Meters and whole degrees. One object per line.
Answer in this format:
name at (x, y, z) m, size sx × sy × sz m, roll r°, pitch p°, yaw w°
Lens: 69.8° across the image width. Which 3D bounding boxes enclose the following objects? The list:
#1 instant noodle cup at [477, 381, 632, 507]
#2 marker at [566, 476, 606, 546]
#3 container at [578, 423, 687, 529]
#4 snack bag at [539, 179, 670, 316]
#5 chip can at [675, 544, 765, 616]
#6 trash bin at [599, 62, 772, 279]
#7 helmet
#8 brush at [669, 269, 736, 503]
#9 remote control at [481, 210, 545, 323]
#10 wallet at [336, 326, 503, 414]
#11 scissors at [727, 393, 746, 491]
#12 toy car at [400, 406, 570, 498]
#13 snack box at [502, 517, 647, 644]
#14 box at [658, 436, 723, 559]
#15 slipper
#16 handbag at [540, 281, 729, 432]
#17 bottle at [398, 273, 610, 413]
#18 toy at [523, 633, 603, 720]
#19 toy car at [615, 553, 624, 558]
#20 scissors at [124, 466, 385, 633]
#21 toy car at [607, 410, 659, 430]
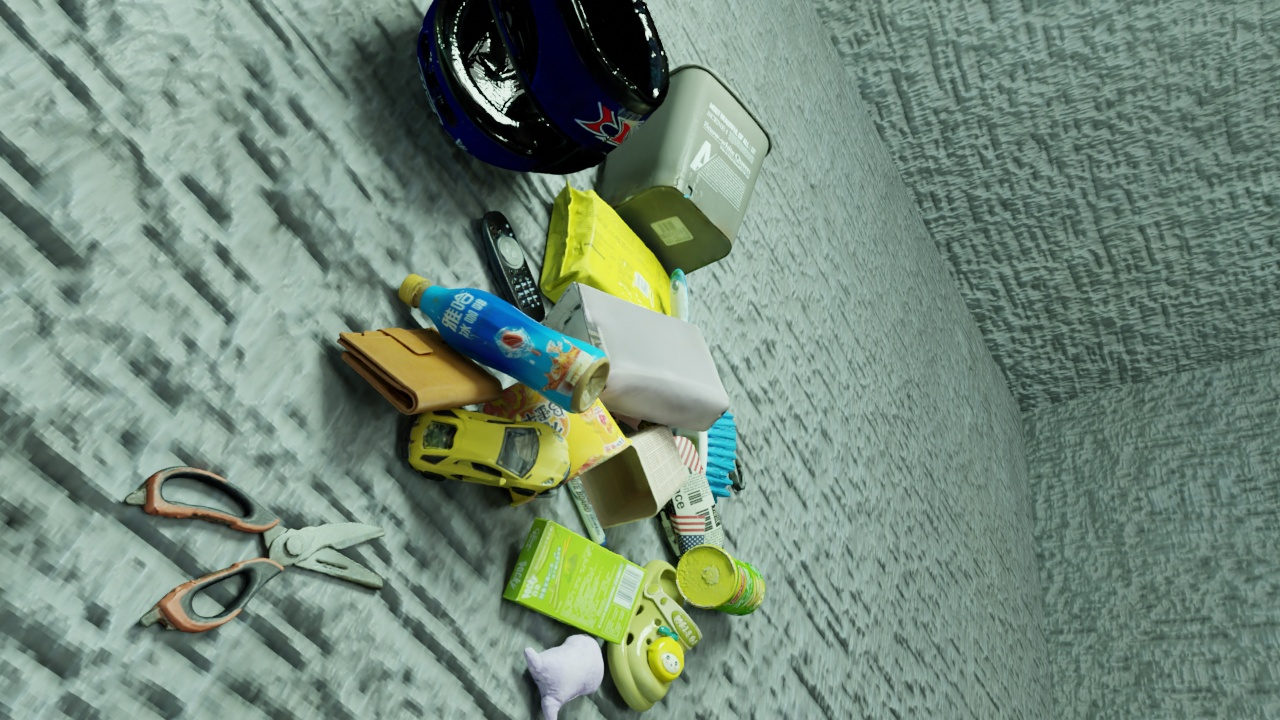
instant noodle cup at (-0.093, 0.069, 0.932) m, size 0.137 × 0.138 × 0.110 m, roll -25°, pitch 87°, yaw -59°
marker at (-0.072, 0.143, 1.030) m, size 0.016 × 0.017 × 0.146 m, roll -34°, pitch 103°, yaw -58°
container at (-0.007, 0.130, 1.074) m, size 0.110 × 0.090 × 0.090 m, roll -26°, pitch 96°, yaw -62°
snack bag at (-0.030, -0.100, 1.183) m, size 0.246 × 0.068 × 0.157 m, roll 42°, pitch 42°, yaw -41°
chip can at (0.103, 0.273, 1.126) m, size 0.221 × 0.073 × 0.072 m, roll 45°, pitch 35°, yaw -66°
trash bin at (0.053, -0.252, 1.280) m, size 0.199 × 0.199 × 0.219 m, roll 39°, pitch 48°, yaw -31°
helmet at (-0.118, -0.320, 0.981) m, size 0.247 × 0.241 × 0.314 m, roll 69°, pitch 20°, yaw -6°
brush at (0.076, 0.039, 1.223) m, size 0.109 × 0.061 × 0.314 m, roll 1°, pitch 91°, yaw -49°
remote control at (-0.147, -0.102, 1.037) m, size 0.053 × 0.024 × 0.136 m, roll -28°, pitch 96°, yaw -57°
wallet at (-0.199, 0.007, 0.839) m, size 0.108 × 0.031 × 0.131 m, roll 38°, pitch 17°, yaw 19°
scissors at (0.123, 0.113, 1.363) m, size 0.159 × 0.014 × 0.180 m, roll 62°, pitch 31°, yaw -15°
toy car at (-0.140, 0.081, 0.844) m, size 0.041 × 0.156 × 0.071 m, roll 91°, pitch 11°, yaw -66°
snack box at (-0.064, 0.230, 0.947) m, size 0.156 × 0.026 × 0.085 m, roll 35°, pitch 67°, yaw -38°
box at (0.059, 0.176, 1.160) m, size 0.074 × 0.081 × 0.163 m, roll -16°, pitch 90°, yaw -54°
slipper at (0.024, 0.300, 1.038) m, size 0.091 × 0.082 × 0.190 m, roll 54°, pitch 32°, yaw -22°
handbag at (-0.006, 0.006, 1.075) m, size 0.196 × 0.099 × 0.145 m, roll 16°, pitch 32°, yaw -37°
bottle at (-0.134, -0.024, 0.867) m, size 0.065 × 0.219 × 0.065 m, roll -53°, pitch 161°, yaw -28°
toy at (-0.071, 0.313, 0.916) m, size 0.107 × 0.039 × 0.084 m, roll -3°, pitch 76°, yaw -61°
toy car at (-0.042, 0.230, 1.015) m, size 0.105 × 0.032 × 0.048 m, roll 36°, pitch 45°, yaw -46°
scissors at (-0.284, 0.144, 0.693) m, size 0.189 × 0.015 × 0.221 m, roll 61°, pitch 31°, yaw -16°
toy car at (-0.021, 0.051, 1.146) m, size 0.122 × 0.037 × 0.056 m, roll 34°, pitch 39°, yaw -29°
